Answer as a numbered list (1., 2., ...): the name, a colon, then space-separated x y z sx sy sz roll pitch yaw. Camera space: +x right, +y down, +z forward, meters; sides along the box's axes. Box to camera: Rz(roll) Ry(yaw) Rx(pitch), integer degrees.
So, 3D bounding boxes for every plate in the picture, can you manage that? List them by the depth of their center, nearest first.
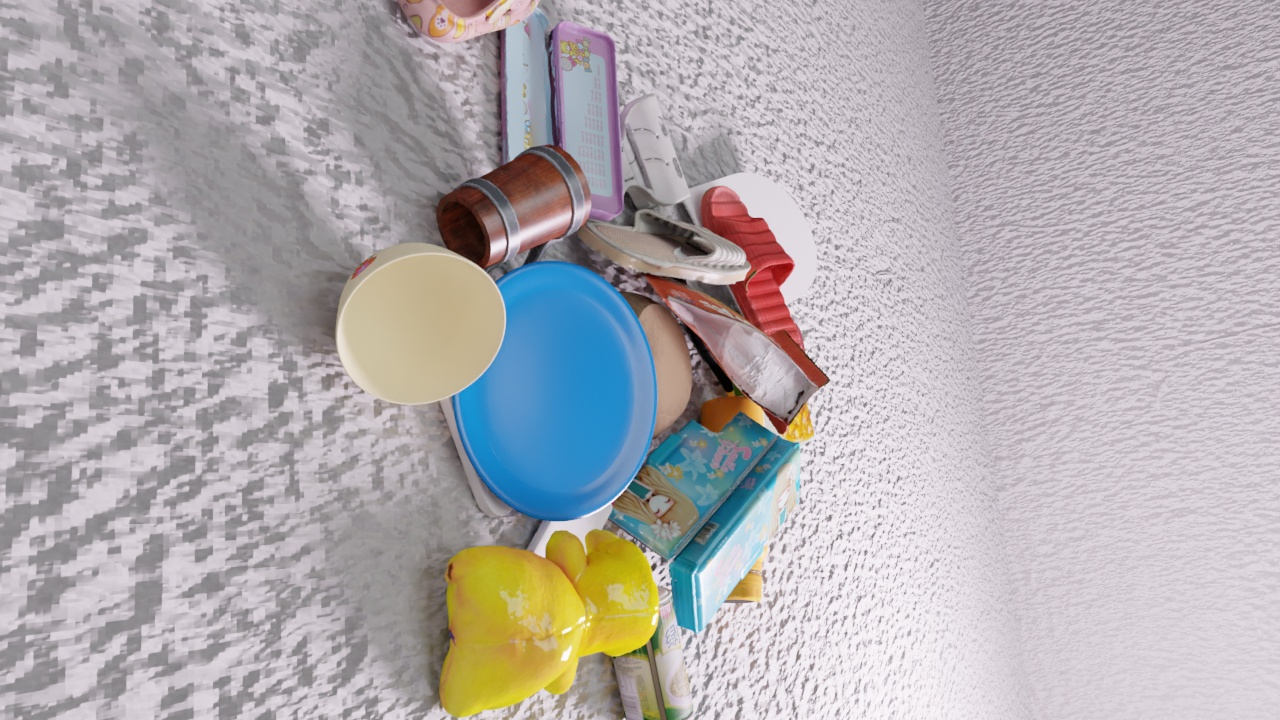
1. plate: -0.073 0.026 0.799 0.224 0.024 0.224 5 82 -43

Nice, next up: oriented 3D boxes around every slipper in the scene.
1. slipper: -0.134 -0.343 0.810 0.093 0.082 0.196 52 40 -17
2. slipper: 0.035 -0.128 1.016 0.272 0.114 0.054 -3 119 -52
3. slipper: 0.155 -0.114 1.163 0.103 0.059 0.248 -19 85 -48

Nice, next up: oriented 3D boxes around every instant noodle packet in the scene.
1. instant noodle packet: 0.081 -0.034 1.011 0.221 0.084 0.164 34 13 -22

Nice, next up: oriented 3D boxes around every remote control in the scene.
1. remote control: -0.134 0.064 0.752 0.043 0.013 0.136 -36 111 -58

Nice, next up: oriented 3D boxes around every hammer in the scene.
1. hammer: 0.111 0.020 1.176 0.324 0.029 0.126 58 36 -31

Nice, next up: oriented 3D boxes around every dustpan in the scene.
1. dustpan: 0.150 -0.159 1.268 0.256 0.053 0.191 -29 91 -49

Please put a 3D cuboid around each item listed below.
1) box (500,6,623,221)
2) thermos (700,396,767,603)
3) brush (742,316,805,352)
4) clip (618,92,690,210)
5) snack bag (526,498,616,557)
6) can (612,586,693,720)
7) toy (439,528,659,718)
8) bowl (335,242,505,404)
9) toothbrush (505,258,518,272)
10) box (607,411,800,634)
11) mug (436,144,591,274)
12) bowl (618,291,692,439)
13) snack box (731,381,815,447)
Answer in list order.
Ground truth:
1. box: -0.082 -0.253 0.919 0.151 0.041 0.214 12 69 -45
2. thermos: 0.115 0.165 1.077 0.091 0.076 0.232 15 65 -34
3. brush: 0.182 -0.019 1.293 0.173 0.042 0.082 13 69 -58
4. clip: 0.004 -0.229 1.025 0.126 0.105 0.151 69 21 -13
5. snack bag: -0.073 0.168 0.817 0.070 0.016 0.196 61 37 -28
6. can: 0.007 0.280 0.868 0.067 0.067 0.121 -13 92 -60
7. toy: -0.066 0.207 0.724 0.193 0.088 0.134 2 91 -46
8. bowl: -0.165 -0.037 0.661 0.118 0.118 0.074 50 -1 -40
9. toothbrush: -0.113 -0.079 0.839 0.017 0.012 0.187 -73 142 -60
10. box: 0.085 0.148 0.954 0.226 0.087 0.168 -41 102 -41
11. mug: -0.107 -0.113 0.786 0.110 0.081 0.117 -35 136 -39
12. bowl: -0.006 0.005 0.934 0.162 0.070 0.162 27 57 -54
13. snack box: 0.170 0.041 1.191 0.131 0.027 0.168 -21 99 -48
